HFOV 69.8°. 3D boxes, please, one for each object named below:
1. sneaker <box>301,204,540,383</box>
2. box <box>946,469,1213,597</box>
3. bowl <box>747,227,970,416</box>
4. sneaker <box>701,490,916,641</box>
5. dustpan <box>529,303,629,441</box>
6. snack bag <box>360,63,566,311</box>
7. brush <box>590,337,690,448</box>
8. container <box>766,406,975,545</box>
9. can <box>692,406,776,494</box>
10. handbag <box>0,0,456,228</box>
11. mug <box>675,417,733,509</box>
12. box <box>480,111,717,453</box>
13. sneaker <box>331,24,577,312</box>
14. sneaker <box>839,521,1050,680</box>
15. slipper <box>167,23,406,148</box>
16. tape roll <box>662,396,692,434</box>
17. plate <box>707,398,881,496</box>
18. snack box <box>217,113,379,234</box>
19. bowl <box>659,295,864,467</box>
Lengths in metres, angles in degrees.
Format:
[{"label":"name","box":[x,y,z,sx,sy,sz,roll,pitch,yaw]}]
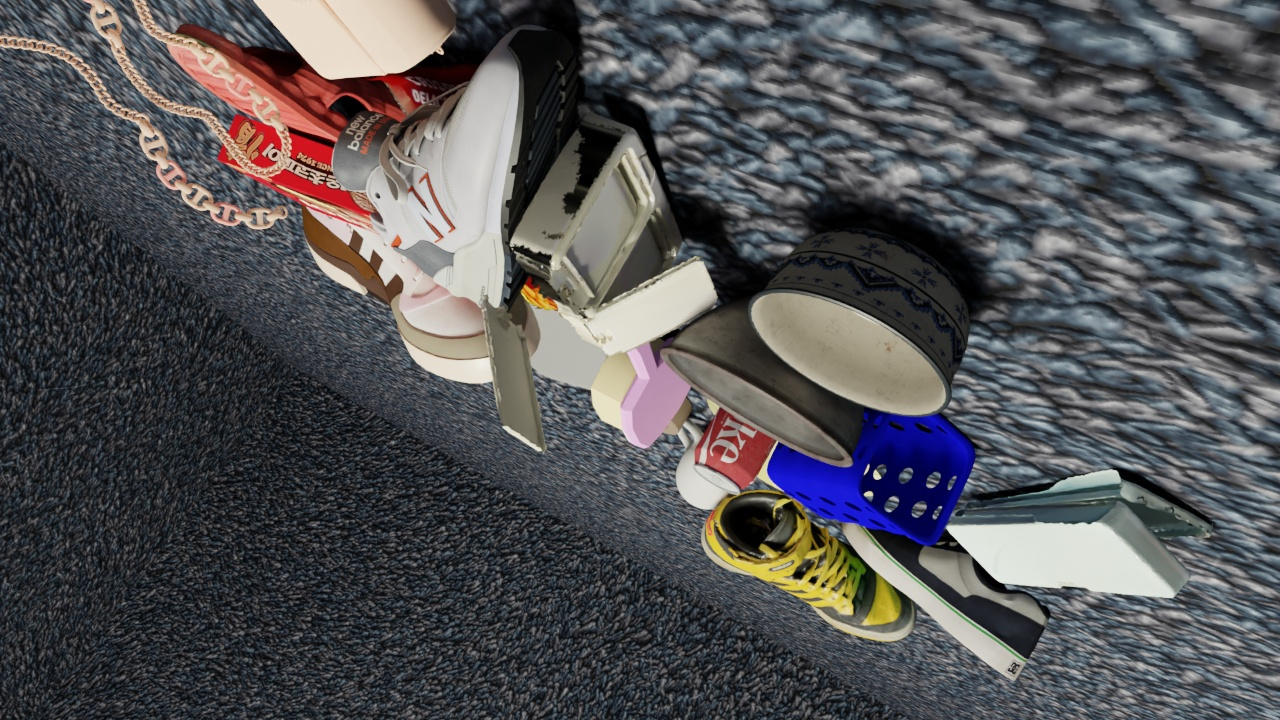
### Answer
[{"label":"sneaker","box":[-0.202,-0.097,0.809,0.294,0.111,0.116,38,156,29]},{"label":"box","box":[0.290,0.123,0.640,0.086,0.072,0.199,14,167,-6]},{"label":"bowl","box":[0.122,-0.026,0.492,0.115,0.059,0.116,29,164,9]},{"label":"sneaker","box":[0.175,0.204,0.929,0.239,0.086,0.122,22,160,11]},{"label":"dustpan","box":[-0.065,-0.008,0.891,0.163,0.033,0.258,13,138,49]},{"label":"snack bag","box":[-0.085,-0.113,0.619,0.139,0.066,0.208,16,156,30]},{"label":"brush","box":[-0.005,0.004,0.763,0.043,0.089,0.229,31,166,19]},{"label":"container","box":[0.165,0.075,0.674,0.085,0.084,0.114,36,165,-20]},{"label":"can","box":[0.084,0.056,0.739,0.054,0.096,0.054,29,164,9]},{"label":"handbag","box":[-0.196,-0.164,0.438,0.117,0.187,0.199,24,160,49]},{"label":"mug","box":[0.068,0.101,0.983,0.107,0.071,0.089,56,166,15]},{"label":"box","box":[-0.023,-0.027,0.534,0.081,0.181,0.143,24,170,22]},{"label":"sneaker","box":[-0.116,-0.111,0.530,0.124,0.088,0.240,24,151,2]},{"label":"sneaker","box":[0.282,0.196,0.864,0.084,0.079,0.235,34,-178,-32]},{"label":"slipper","box":[-0.211,-0.178,0.664,0.104,0.059,0.248,19,175,36]},{"label":"tape roll","box":[0.006,0.040,0.957,0.094,0.030,0.094,29,164,9]},{"label":"plate","box":[0.135,0.094,0.869,0.184,0.036,0.184,29,164,9]},{"label":"snack box","box":[-0.216,-0.127,0.707,0.152,0.036,0.132,21,177,11]},{"label":"bowl","box":[0.091,0.005,0.610,0.145,0.067,0.145,31,172,4]}]
